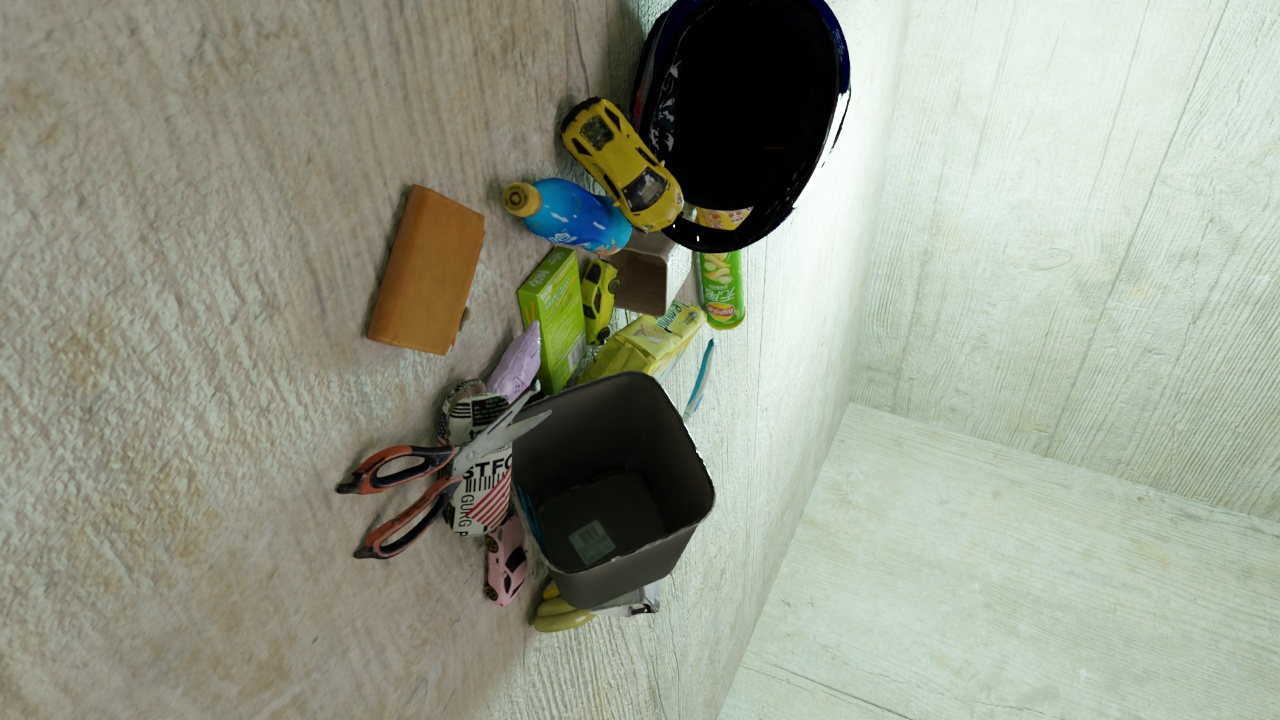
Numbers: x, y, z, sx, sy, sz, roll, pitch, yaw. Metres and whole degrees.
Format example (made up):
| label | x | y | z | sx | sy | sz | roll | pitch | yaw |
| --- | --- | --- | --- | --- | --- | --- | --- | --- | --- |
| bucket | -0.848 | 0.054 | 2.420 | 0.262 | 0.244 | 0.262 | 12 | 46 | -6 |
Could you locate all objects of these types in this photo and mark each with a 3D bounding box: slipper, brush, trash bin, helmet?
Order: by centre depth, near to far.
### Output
| label | x | y | z | sx | sy | sz | roll | pitch | yaw |
| --- | --- | --- | --- | --- | --- | --- | --- | --- | --- |
| trash bin | -0.043 | 0.162 | 1.031 | 0.198 | 0.199 | 0.220 | -19 | 152 | -14 |
| helmet | 0.107 | -0.284 | 1.071 | 0.240 | 0.247 | 0.316 | -87 | -164 | -79 |
| slipper | -0.084 | 0.308 | 1.270 | 0.190 | 0.092 | 0.081 | -25 | 91 | -55 |
| brush | 0.049 | 0.111 | 1.418 | 0.060 | 0.109 | 0.314 | 61 | 34 | -70 |

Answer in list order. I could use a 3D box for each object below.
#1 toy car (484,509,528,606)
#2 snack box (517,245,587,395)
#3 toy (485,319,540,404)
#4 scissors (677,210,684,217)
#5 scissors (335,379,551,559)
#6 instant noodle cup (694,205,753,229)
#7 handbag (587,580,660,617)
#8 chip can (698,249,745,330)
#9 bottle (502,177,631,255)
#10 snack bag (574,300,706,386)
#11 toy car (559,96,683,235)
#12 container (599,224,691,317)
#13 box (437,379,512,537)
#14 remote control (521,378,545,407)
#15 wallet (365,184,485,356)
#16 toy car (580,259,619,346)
| label | x | y | z | sx | sy | sz | roll | pitch | yaw |
| --- | --- | --- | --- | --- | --- | --- | --- | --- | --- |
| toy car | -0.154 | 0.232 | 1.067 | 0.056 | 0.037 | 0.122 | -45 | 145 | -56 |
| snack box | -0.095 | -0.042 | 1.024 | 0.157 | 0.026 | 0.085 | 86 | 28 | -45 |
| toy | -0.133 | 0.019 | 0.953 | 0.084 | 0.039 | 0.107 | 94 | 20 | -60 |
| scissors | 0.030 | -0.135 | 1.268 | 0.159 | 0.014 | 0.182 | -70 | -179 | -48 |
| scissors | -0.176 | 0.096 | 0.829 | 0.221 | 0.015 | 0.190 | 6 | 113 | -49 |
| instant noodle cup | 0.132 | -0.250 | 1.326 | 0.137 | 0.138 | 0.110 | -67 | 151 | -18 |
| handbag | -0.029 | 0.235 | 1.218 | 0.145 | 0.098 | 0.196 | 46 | 34 | -63 |
| chip can | 0.131 | -0.142 | 1.482 | 0.222 | 0.073 | 0.072 | 79 | 33 | -52 |
| bottle | -0.074 | -0.150 | 0.935 | 0.218 | 0.065 | 0.065 | 0 | 105 | -70 |
| snack bag | -0.007 | 0.007 | 1.173 | 0.158 | 0.068 | 0.245 | -54 | 171 | 27 |
| toy car | -0.016 | -0.200 | 0.946 | 0.071 | 0.156 | 0.041 | -39 | -169 | 4 |
| container | 0.012 | -0.126 | 1.154 | 0.110 | 0.090 | 0.090 | -55 | 153 | -47 |
| box | -0.174 | 0.094 | 0.906 | 0.074 | 0.081 | 0.164 | -14 | 126 | -31 |
| remote control | -0.120 | 0.066 | 1.043 | 0.053 | 0.024 | 0.136 | -61 | 157 | -29 |
| wallet | -0.176 | -0.072 | 0.776 | 0.107 | 0.031 | 0.132 | 14 | 92 | -67 |
| toy car | -0.055 | -0.068 | 1.085 | 0.032 | 0.048 | 0.105 | -3 | 111 | -38 |
